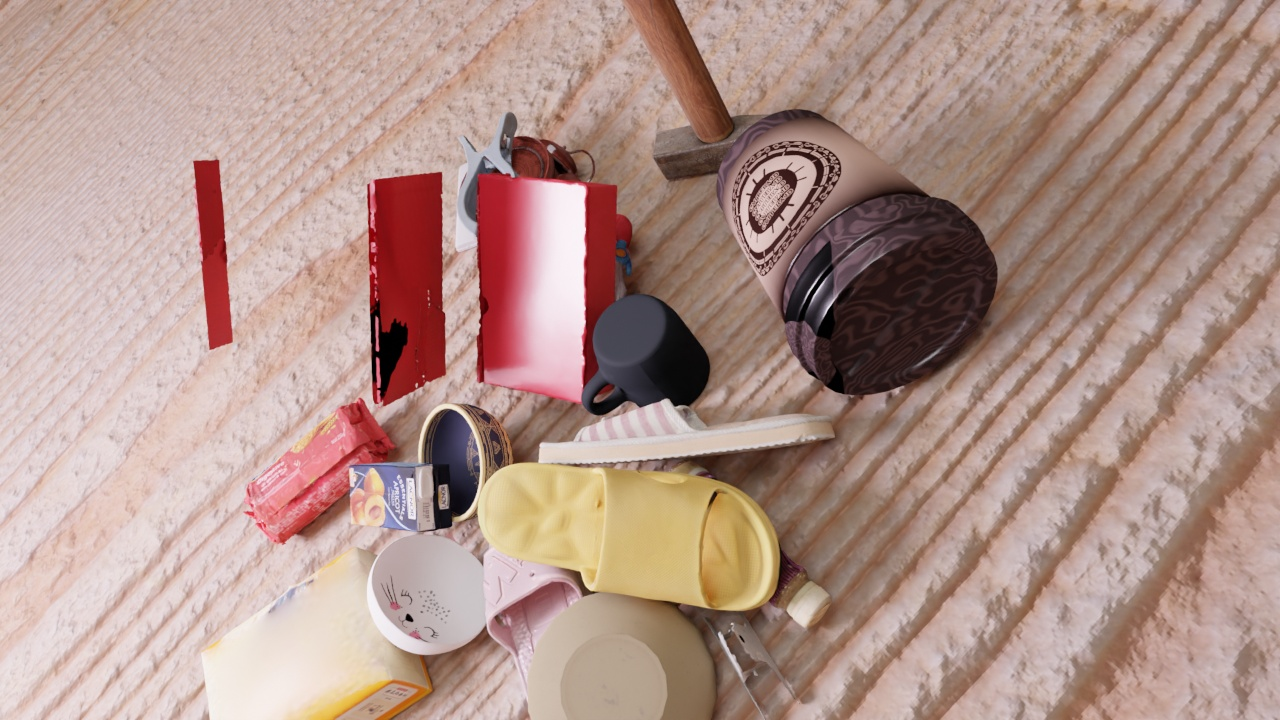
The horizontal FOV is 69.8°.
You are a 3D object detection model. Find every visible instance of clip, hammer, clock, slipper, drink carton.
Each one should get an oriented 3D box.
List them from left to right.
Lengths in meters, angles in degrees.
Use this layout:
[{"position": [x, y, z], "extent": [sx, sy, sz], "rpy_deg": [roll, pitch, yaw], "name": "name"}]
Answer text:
[{"position": [-0.235, 0.132, 0.894], "extent": [0.130, 0.040, 0.064], "rpy_deg": [-5, 87, 45], "name": "drink carton"}, {"position": [-0.147, -0.203, 0.992], "extent": [0.112, 0.028, 0.162], "rpy_deg": [-22, 57, 16], "name": "clip"}, {"position": [-0.124, -0.191, 1.036], "extent": [0.158, 0.072, 0.120], "rpy_deg": [-28, 54, 11], "name": "clock"}, {"position": [-0.088, 0.212, 0.795], "extent": [0.094, 0.064, 0.239], "rpy_deg": [-28, 55, 11], "name": "slipper"}, {"position": [-0.021, 0.131, 0.724], "extent": [0.264, 0.078, 0.099], "rpy_deg": [5, 83, 24], "name": "slipper"}, {"position": [0.035, 0.060, 0.798], "extent": [0.263, 0.115, 0.052], "rpy_deg": [-7, 84, 20], "name": "slipper"}, {"position": [0.042, -0.286, 0.861], "extent": [0.158, 0.301, 0.037], "rpy_deg": [-5, 61, 25], "name": "hammer"}, {"position": [0.077, 0.230, 0.712], "extent": [0.102, 0.056, 0.056], "rpy_deg": [55, 126, 37], "name": "clip"}]

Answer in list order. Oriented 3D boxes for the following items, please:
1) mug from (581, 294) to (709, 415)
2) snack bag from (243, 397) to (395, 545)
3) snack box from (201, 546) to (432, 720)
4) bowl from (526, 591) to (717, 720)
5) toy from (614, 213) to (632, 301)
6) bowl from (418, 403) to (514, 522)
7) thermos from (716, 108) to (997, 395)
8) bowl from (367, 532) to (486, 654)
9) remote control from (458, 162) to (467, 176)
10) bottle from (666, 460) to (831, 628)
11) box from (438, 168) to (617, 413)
[{"position": [-0.005, 0.005, 0.850], "extent": [0.121, 0.094, 0.085], "rpy_deg": [-41, 52, 0], "name": "mug"}, {"position": [-0.345, 0.121, 0.971], "extent": [0.176, 0.082, 0.082], "rpy_deg": [-40, 53, 3], "name": "snack bag"}, {"position": [-0.311, 0.287, 0.855], "extent": [0.195, 0.080, 0.145], "rpy_deg": [-35, 53, 6], "name": "snack box"}, {"position": [-0.017, 0.253, 0.710], "extent": [0.152, 0.050, 0.152], "rpy_deg": [-2, 74, 7], "name": "bowl"}, {"position": [-0.056, -0.087, 0.951], "extent": [0.124, 0.097, 0.131], "rpy_deg": [5, 47, 23], "name": "toy"}, {"position": [-0.160, 0.096, 0.891], "extent": [0.113, 0.061, 0.112], "rpy_deg": [2, 93, 46], "name": "bowl"}, {"position": [0.167, -0.105, 0.786], "extent": [0.173, 0.173, 0.226], "rpy_deg": [-33, 47, 6], "name": "thermos"}, {"position": [-0.195, 0.219, 0.830], "extent": [0.051, 0.114, 0.114], "rpy_deg": [-54, 45, 33], "name": "bowl"}, {"position": [-0.209, -0.190, 1.117], "extent": [0.033, 0.012, 0.130], "rpy_deg": [-16, 57, 18], "name": "remote control"}, {"position": [0.081, 0.151, 0.747], "extent": [0.166, 0.059, 0.059], "rpy_deg": [39, 84, 29], "name": "bottle"}, {"position": [-0.065, -0.093, 0.994], "extent": [0.198, 0.350, 0.217], "rpy_deg": [9, 105, 27], "name": "box"}]
